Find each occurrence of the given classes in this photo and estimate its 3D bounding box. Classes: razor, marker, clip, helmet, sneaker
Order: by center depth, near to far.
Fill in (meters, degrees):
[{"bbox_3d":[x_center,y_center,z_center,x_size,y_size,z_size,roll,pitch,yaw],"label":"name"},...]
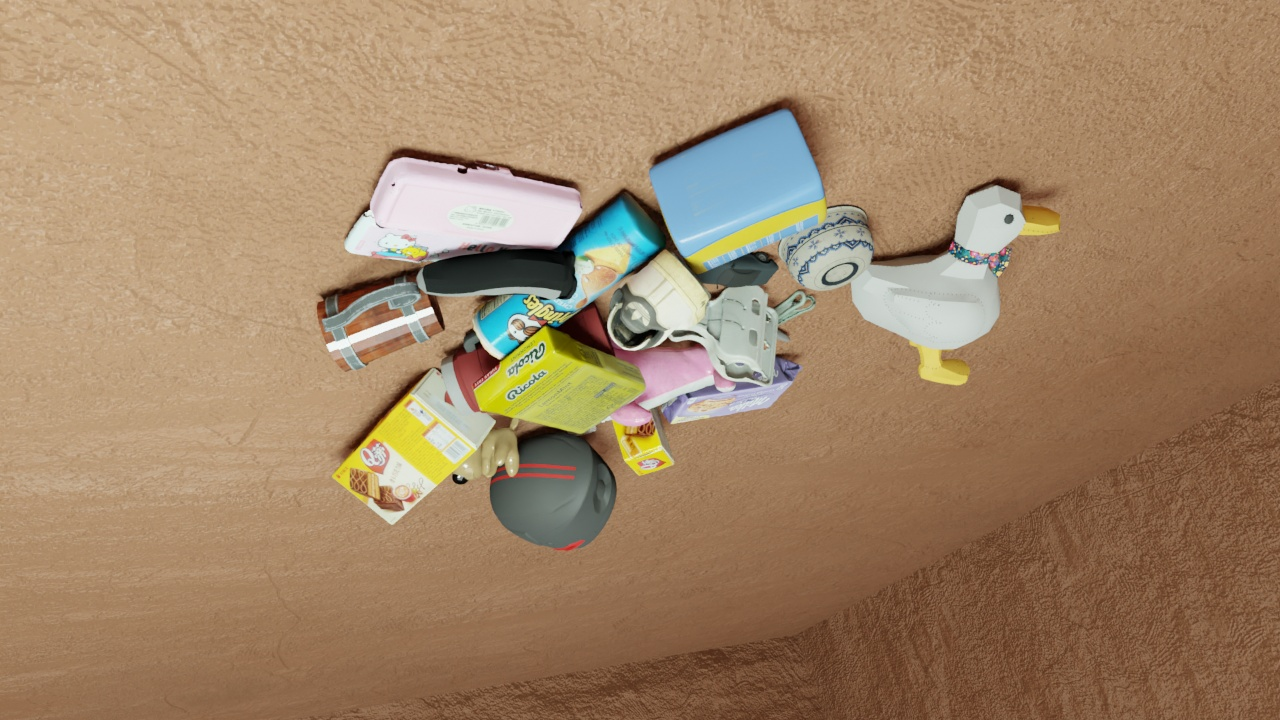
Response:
[{"bbox_3d":[-0.144,-0.085,0.919,0.156,0.057,0.060,2,151,-15],"label":"razor"},{"bbox_3d":[0.011,-0.051,1.006,0.102,0.089,0.241,-45,180,-5],"label":"sneaker"},{"bbox_3d":[0.111,-0.046,1.150,0.151,0.125,0.092,22,142,-16],"label":"clip"},{"bbox_3d":[0.200,-0.069,1.252,0.075,0.023,0.035,-32,151,30],"label":"clip"},{"bbox_3d":[0.173,-0.043,1.281,0.016,0.022,0.138,-39,145,26],"label":"marker"},{"bbox_3d":[-0.139,0.194,1.384,0.169,0.164,0.265,20,155,-27],"label":"helmet"}]

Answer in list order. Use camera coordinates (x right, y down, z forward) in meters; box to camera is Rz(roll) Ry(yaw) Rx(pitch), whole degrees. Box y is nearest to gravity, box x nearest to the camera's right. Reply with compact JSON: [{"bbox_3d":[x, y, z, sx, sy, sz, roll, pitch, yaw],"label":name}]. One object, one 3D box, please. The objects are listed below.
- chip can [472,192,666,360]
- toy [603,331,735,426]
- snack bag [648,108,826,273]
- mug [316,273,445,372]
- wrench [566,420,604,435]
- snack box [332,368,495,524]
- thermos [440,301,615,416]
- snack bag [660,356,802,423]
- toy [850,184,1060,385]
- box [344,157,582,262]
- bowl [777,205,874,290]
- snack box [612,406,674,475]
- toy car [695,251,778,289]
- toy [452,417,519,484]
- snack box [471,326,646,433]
[{"bbox_3d":[-0.080,-0.088,0.994,0.230,0.079,0.079,-34,149,25],"label":"chip can"},{"bbox_3d":[-0.007,0.007,1.197,0.265,0.186,0.128,-11,112,-7],"label":"toy"},{"bbox_3d":[0.112,-0.156,0.968,0.159,0.102,0.205,-22,163,9],"label":"snack bag"},{"bbox_3d":[-0.270,-0.047,0.949,0.111,0.081,0.117,-20,170,-3],"label":"mug"},{"bbox_3d":[-0.144,0.063,1.302,0.066,0.018,0.273,-31,149,25],"label":"wrench"},{"bbox_3d":[-0.301,0.116,1.205,0.110,0.061,0.231,42,127,-11],"label":"snack box"},{"bbox_3d":[-0.139,-0.011,1.108,0.198,0.084,0.108,-21,122,2],"label":"thermos"},{"bbox_3d":[0.133,0.039,1.375,0.205,0.058,0.097,-8,154,-22],"label":"snack bag"},{"bbox_3d":[0.398,-0.103,1.191,0.247,0.140,0.268,-1,128,4],"label":"toy"},{"bbox_3d":[-0.171,-0.130,0.900,0.201,0.044,0.155,3,147,-36],"label":"box"},{"bbox_3d":[0.232,-0.129,1.117,0.115,0.059,0.116,-14,152,-7],"label":"bowl"},{"bbox_3d":[0.001,0.106,1.367,0.061,0.105,0.083,-22,153,7],"label":"snack box"},{"bbox_3d":[0.115,-0.108,1.114,0.112,0.034,0.046,-1,148,-29],"label":"toy car"},{"bbox_3d":[-0.225,0.121,1.277,0.108,0.105,0.134,0,156,14],"label":"toy"},{"bbox_3d":[-0.088,0.028,1.064,0.121,0.045,0.180,-37,147,24],"label":"snack box"}]
